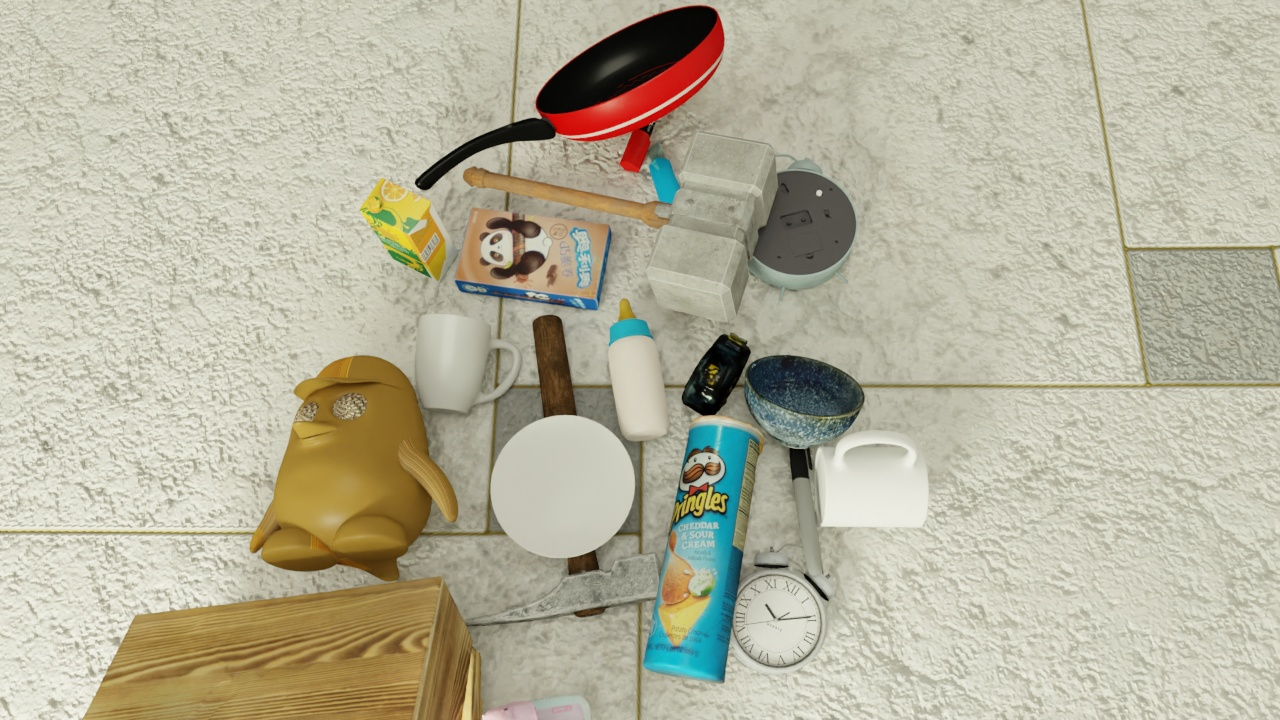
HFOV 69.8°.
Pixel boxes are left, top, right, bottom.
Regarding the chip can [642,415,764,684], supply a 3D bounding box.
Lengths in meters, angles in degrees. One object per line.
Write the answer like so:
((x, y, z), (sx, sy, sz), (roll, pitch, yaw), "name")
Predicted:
((0.059, 0.167, 0.825), (0.080, 0.080, 0.229), (10, 65, 6), "chip can")

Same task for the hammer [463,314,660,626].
((-0.109, 0.103, 0.891), (0.217, 0.037, 0.300), (-10, 71, -1), "hammer")

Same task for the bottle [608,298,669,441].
((-0.005, 0.005, 0.910), (0.051, 0.051, 0.146), (-9, 71, -1), "bottle")

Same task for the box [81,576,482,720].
((-0.277, 0.330, 0.744), (0.279, 0.216, 0.256), (-9, 39, 7), "box")

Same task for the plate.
((-0.072, 0.117, 0.858), (0.134, 0.011, 0.134), (-1, 70, 3), "plate")

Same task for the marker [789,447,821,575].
((0.157, 0.135, 0.862), (0.022, 0.016, 0.138), (-23, 52, 26), "marker")

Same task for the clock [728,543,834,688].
((0.128, 0.227, 0.838), (0.094, 0.035, 0.122), (24, 75, 10), "clock")

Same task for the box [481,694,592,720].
((-0.067, 0.376, 0.736), (0.095, 0.088, 0.201), (3, 68, -32), "box")

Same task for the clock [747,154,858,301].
((0.157, -0.146, 0.957), (0.122, 0.045, 0.159), (-15, 71, -2), "clock")

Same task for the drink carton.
((-0.233, -0.131, 0.928), (0.058, 0.122, 0.041), (27, 75, 11), "drink carton")

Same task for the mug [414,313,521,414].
((-0.172, 0.009, 0.916), (0.107, 0.071, 0.089), (10, 79, -23), "mug")

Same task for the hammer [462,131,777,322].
((-0.038, -0.158, 0.923), (0.318, 0.083, 0.162), (14, 73, 16), "hammer")

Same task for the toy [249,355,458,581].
((-0.264, 0.085, 0.847), (0.199, 0.162, 0.203), (-11, 60, 10), "toy")

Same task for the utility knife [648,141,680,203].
((0.038, -0.164, 0.984), (0.031, 0.015, 0.173), (-15, 70, -5), "utility knife")

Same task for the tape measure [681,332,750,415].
((0.072, 0.019, 0.892), (0.042, 0.072, 0.071), (30, 47, 7), "tape measure")

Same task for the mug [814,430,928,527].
((0.211, 0.104, 0.837), (0.090, 0.111, 0.073), (0, 44, 3), "mug")

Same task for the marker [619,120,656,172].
((0.012, -0.275, 1.019), (0.023, 0.021, 0.144), (20, 73, 1), "marker")

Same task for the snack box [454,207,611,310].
((-0.111, -0.107, 0.961), (0.151, 0.034, 0.087), (8, 71, 4), "snack box")

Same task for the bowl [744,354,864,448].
((0.151, 0.047, 0.877), (0.114, 0.061, 0.114), (7, 30, -4), "bowl")

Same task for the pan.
((-0.068, -0.257, 0.940), (0.355, 0.067, 0.209), (-38, 33, -11), "pan")
